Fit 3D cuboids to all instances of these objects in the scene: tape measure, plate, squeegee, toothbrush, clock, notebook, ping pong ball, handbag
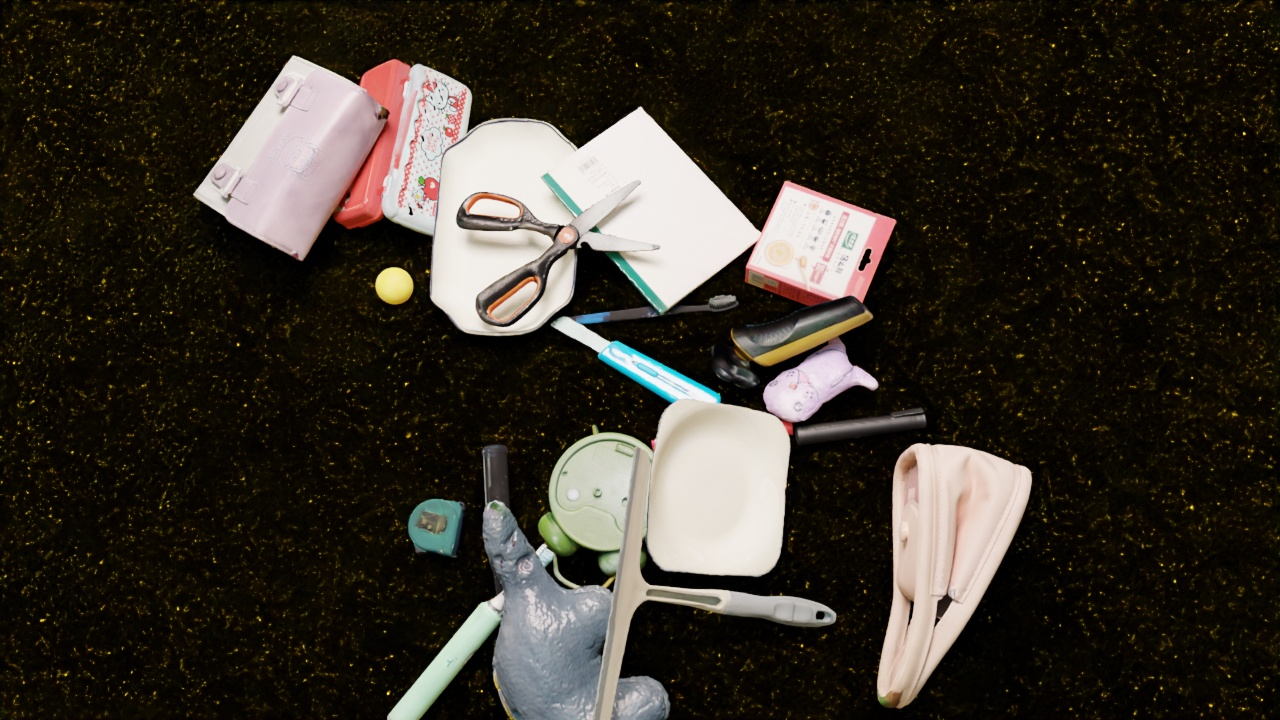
[{"bbox_3d":[-0.209,0.169,0.935,0.054,0.025,0.058,7,72,6],"label":"tape measure"},{"bbox_3d":[-0.148,-0.148,1.028,0.162,0.034,0.265,-1,72,3],"label":"plate"},{"bbox_3d":[0.074,0.222,0.844,0.246,0.039,0.246,14,79,-26],"label":"squeegee"},{"bbox_3d":[-0.162,0.265,0.883,0.027,0.026,0.224,40,88,5],"label":"toothbrush"},{"bbox_3d":[-0.036,0.150,0.911,0.116,0.056,0.161,20,74,11],"label":"clock"},{"bbox_3d":[0.011,-0.169,1.014,0.150,0.012,0.209,-38,79,-15],"label":"notebook"},{"bbox_3d":[-0.272,-0.082,1.014,0.040,0.040,0.040,-1,72,4],"label":"ping pong ball"},{"bbox_3d":[-0.142,0.191,0.924,0.027,0.026,0.212,-17,69,35],"label":"toothbrush"},{"bbox_3d":[0.011,-0.054,0.995,0.189,0.016,0.014,-6,65,4],"label":"toothbrush"},{"bbox_3d":[-0.381,-0.224,1.013,0.145,0.098,0.197,28,84,32],"label":"handbag"},{"bbox_3d":[0.255,0.193,0.812,0.093,0.193,0.234,15,84,11],"label":"handbag"},{"bbox_3d":[0.071,0.124,0.890,0.164,0.034,0.163,12,80,-30],"label":"plate"}]

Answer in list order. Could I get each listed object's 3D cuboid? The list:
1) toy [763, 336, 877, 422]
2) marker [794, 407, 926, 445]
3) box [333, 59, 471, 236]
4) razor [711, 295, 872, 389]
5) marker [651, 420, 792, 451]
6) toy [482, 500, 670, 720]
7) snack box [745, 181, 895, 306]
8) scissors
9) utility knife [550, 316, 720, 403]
[{"bbox_3d":[0.178,0.026,0.939,0.108,0.039,0.084,-30,48,-6],"label":"toy"},{"bbox_3d":[0.224,0.068,0.934,0.132,0.022,0.020,-8,35,2],"label":"marker"},{"bbox_3d":[-0.273,-0.241,1.068,0.113,0.099,0.201,-7,69,39],"label":"box"},{"bbox_3d":[0.154,-0.021,0.937,0.168,0.062,0.067,-22,109,12],"label":"razor"},{"bbox_3d":[0.084,0.078,0.945,0.145,0.017,0.017,-8,71,2],"label":"marker"},{"bbox_3d":[-0.058,0.292,0.834,0.138,0.091,0.356,-39,82,17],"label":"toy"},{"bbox_3d":[0.192,-0.117,0.985,0.127,0.044,0.113,23,75,12],"label":"snack box"},{"bbox_3d":[-0.101,-0.129,0.982,0.230,0.022,0.220,32,81,14],"label":"scissors"},{"bbox_3d":[-0.006,0.006,0.975,0.209,0.018,0.034,29,77,14],"label":"utility knife"}]
